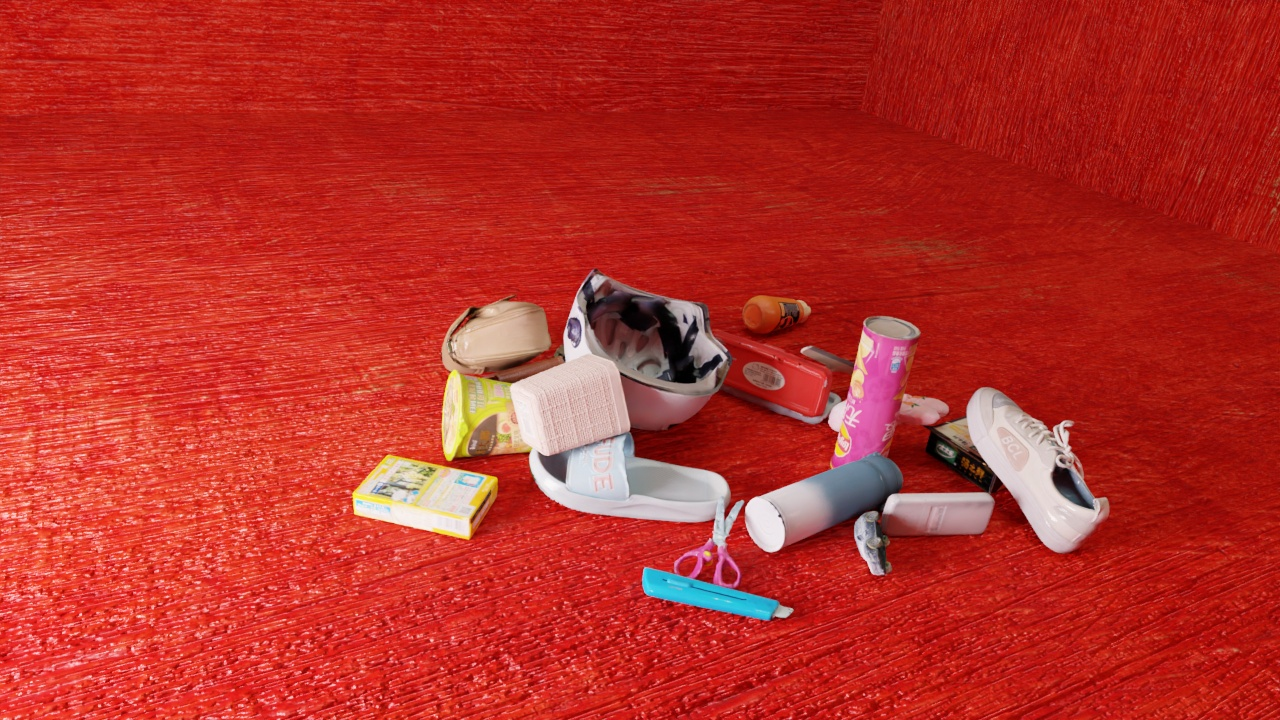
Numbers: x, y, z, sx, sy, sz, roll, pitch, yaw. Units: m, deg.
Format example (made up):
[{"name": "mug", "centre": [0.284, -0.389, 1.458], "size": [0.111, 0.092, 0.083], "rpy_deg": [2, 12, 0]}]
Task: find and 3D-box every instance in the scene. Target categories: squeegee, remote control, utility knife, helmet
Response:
[{"name": "squeegee", "centre": [0.222, -0.004, 1.443], "size": [0.247, 0.039, 0.246], "rpy_deg": [16, -1, 41]}, {"name": "remote control", "centre": [0.353, 0.183, 1.093], "size": [0.136, 0.056, 0.020], "rpy_deg": [1, 29, -11]}, {"name": "utility knife", "centre": [0.078, 0.244, 0.947], "size": [0.159, 0.018, 0.034], "rpy_deg": [11, 26, 7]}, {"name": "helmet", "centre": [-0.007, 0.007, 1.250], "size": [0.229, 0.146, 0.258], "rpy_deg": [13, 36, -21]}]

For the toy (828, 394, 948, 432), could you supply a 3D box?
[{"name": "toy", "centre": [0.339, 0.072, 1.267], "size": [0.160, 0.054, 0.121], "rpy_deg": [-6, 5, 32]}]

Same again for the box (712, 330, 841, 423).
[{"name": "box", "centre": [0.196, 0.021, 1.357], "size": [0.202, 0.095, 0.101], "rpy_deg": [21, 19, 29]}]

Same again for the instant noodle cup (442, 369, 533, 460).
[{"name": "instant noodle cup", "centre": [-0.176, 0.071, 1.147], "size": [0.123, 0.112, 0.111], "rpy_deg": [4, 25, -22]}]

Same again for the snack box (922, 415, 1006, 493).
[{"name": "snack box", "centre": [0.459, 0.122, 1.243], "size": [0.125, 0.053, 0.113], "rpy_deg": [-13, 33, -31]}]

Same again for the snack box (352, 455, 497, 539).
[{"name": "snack box", "centre": [-0.242, 0.153, 1.040], "size": [0.140, 0.034, 0.086], "rpy_deg": [12, 27, 7]}]

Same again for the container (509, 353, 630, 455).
[{"name": "container", "centre": [-0.086, 0.054, 1.090], "size": [0.110, 0.090, 0.090], "rpy_deg": [-18, 18, -24]}]

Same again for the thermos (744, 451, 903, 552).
[{"name": "thermos", "centre": [0.225, 0.165, 1.090], "size": [0.220, 0.070, 0.070], "rpy_deg": [-13, 32, -35]}]

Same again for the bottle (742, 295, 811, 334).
[{"name": "bottle", "centre": [0.246, -0.083, 1.604], "size": [0.149, 0.067, 0.067], "rpy_deg": [-6, 28, -41]}]

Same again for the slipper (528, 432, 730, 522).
[{"name": "slipper", "centre": [-0.013, 0.133, 1.087], "size": [0.245, 0.074, 0.103], "rpy_deg": [9, 27, 3]}]

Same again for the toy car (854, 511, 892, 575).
[{"name": "toy car", "centre": [0.262, 0.207, 1.040], "size": [0.034, 0.043, 0.090], "rpy_deg": [-16, 19, 16]}]

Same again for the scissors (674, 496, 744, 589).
[{"name": "scissors", "centre": [0.095, 0.200, 1.010], "size": [0.084, 0.017, 0.137], "rpy_deg": [18, 43, 24]}]

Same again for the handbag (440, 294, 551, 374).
[{"name": "handbag", "centre": [-0.205, -0.034, 1.284], "size": [0.147, 0.100, 0.205], "rpy_deg": [-14, -1, -16]}]

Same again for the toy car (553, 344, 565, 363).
[{"name": "toy car", "centre": [-0.095, 0.009, 1.355], "size": [0.035, 0.042, 0.090], "rpy_deg": [-33, 36, -21]}]

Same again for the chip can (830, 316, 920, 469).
[{"name": "chip can", "centre": [0.297, 0.052, 1.168], "size": [0.071, 0.211, 0.071], "rpy_deg": [5, 27, -3]}]

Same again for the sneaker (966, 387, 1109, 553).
[{"name": "sneaker", "centre": [0.492, 0.113, 1.138], "size": [0.089, 0.091, 0.242], "rpy_deg": [5, 45, -26]}]

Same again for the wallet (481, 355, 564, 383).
[{"name": "wallet", "centre": [-0.170, 0.024, 1.252], "size": [0.101, 0.032, 0.125], "rpy_deg": [-12, -3, -30]}]
